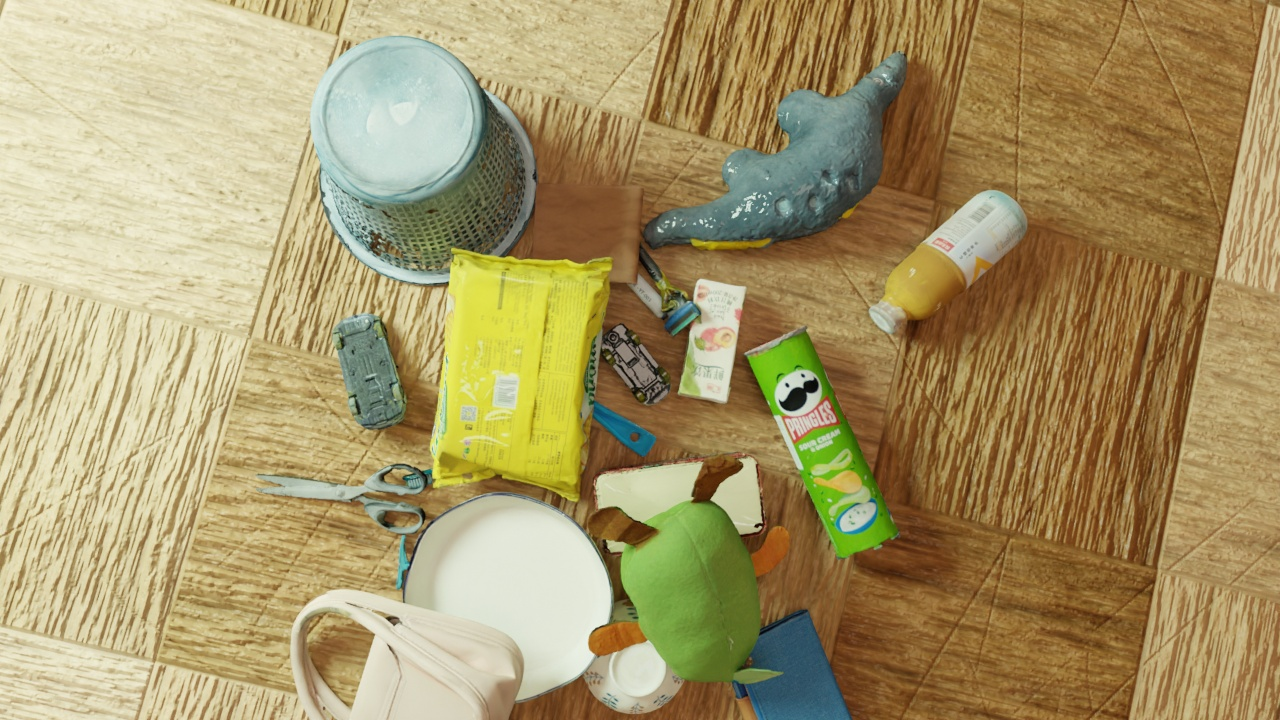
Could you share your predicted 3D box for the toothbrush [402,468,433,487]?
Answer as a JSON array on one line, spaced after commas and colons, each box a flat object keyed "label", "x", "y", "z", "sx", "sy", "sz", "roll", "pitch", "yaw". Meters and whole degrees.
[{"label": "toothbrush", "x": -0.150, "y": 0.102, "z": 0.946, "sx": 0.191, "sy": 0.016, "sz": 0.018, "roll": -14, "pitch": 97, "yaw": -5}]

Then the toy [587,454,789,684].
[{"label": "toy", "x": 0.049, "y": 0.209, "z": 0.859, "sx": 0.226, "sy": 0.090, "sz": 0.247, "roll": -24, "pitch": 113, "yaw": -16}]

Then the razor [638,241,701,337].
[{"label": "razor", "x": 0.013, "y": -0.093, "z": 0.957, "sx": 0.043, "sy": 0.022, "sz": 0.142, "roll": -40, "pitch": 75, "yaw": 25}]

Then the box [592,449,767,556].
[{"label": "box", "x": 0.038, "y": 0.142, "z": 0.926, "sx": 0.168, "sy": 0.079, "sz": 0.091, "roll": -7, "pitch": 87, "yaw": -6}]

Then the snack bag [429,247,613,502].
[{"label": "snack bag", "x": -0.119, "y": 0.013, "z": 0.891, "sx": 0.158, "sy": 0.068, "sz": 0.246, "roll": 7, "pitch": 101, "yaw": -5}]

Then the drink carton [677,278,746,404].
[{"label": "drink carton", "x": 0.074, "y": -0.019, "z": 0.957, "sx": 0.053, "sy": 0.045, "sz": 0.122, "roll": 10, "pitch": 84, "yaw": 2}]

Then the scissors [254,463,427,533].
[{"label": "scissors", "x": -0.300, "y": 0.141, "z": 0.928, "sx": 0.172, "sy": 0.014, "sz": 0.145, "roll": -30, "pitch": 99, "yaw": 6}]

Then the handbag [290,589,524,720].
[{"label": "handbag", "x": -0.239, "y": 0.311, "z": 0.870, "sx": 0.234, "sy": 0.093, "sz": 0.194, "roll": 27, "pitch": 113, "yaw": 12}]

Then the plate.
[{"label": "plate", "x": -0.128, "y": 0.229, "z": 0.905, "sx": 0.205, "sy": 0.045, "sz": 0.205, "roll": 0, "pitch": 91, "yaw": 7}]

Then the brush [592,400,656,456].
[{"label": "brush", "x": -0.091, "y": 0.016, "z": 0.949, "sx": 0.254, "sy": 0.046, "sz": 0.083, "roll": 37, "pitch": 80, "yaw": -5}]

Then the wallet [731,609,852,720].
[{"label": "wallet", "x": 0.150, "y": 0.337, "z": 0.941, "sx": 0.106, "sy": 0.040, "sz": 0.133, "roll": -21, "pitch": 86, "yaw": -15}]

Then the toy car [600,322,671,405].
[{"label": "toy car", "x": -0.006, "y": 0.006, "z": 0.954, "sx": 0.042, "sy": 0.035, "sz": 0.090, "roll": -39, "pitch": 90, "yaw": -5}]

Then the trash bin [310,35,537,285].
[{"label": "trash bin", "x": -0.214, "y": -0.198, "z": 0.873, "sx": 0.226, "sy": 0.195, "sz": 0.226, "roll": 0, "pitch": 86, "yaw": -4}]

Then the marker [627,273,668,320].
[{"label": "marker", "x": -0.017, "y": -0.093, "z": 0.971, "sx": 0.023, "sy": 0.018, "sz": 0.130, "roll": -43, "pitch": 90, "yaw": 19}]

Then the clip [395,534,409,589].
[{"label": "clip", "x": -0.236, "y": 0.206, "z": 0.932, "sx": 0.041, "sy": 0.014, "sz": 0.056, "roll": 11, "pitch": 83, "yaw": -3}]

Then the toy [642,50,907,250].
[{"label": "toy", "x": 0.173, "y": -0.203, "z": 0.965, "sx": 0.356, "sy": 0.091, "sz": 0.138, "roll": -39, "pitch": 62, "yaw": -8}]

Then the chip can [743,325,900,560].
[{"label": "chip can", "x": 0.186, "y": 0.084, "z": 0.947, "sx": 0.072, "sy": 0.072, "sz": 0.236, "roll": -24, "pitch": 89, "yaw": -6}]

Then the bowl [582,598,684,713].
[{"label": "bowl", "x": -0.004, "y": 0.300, "z": 0.920, "sx": 0.113, "sy": 0.062, "sz": 0.113, "roll": 0, "pitch": 84, "yaw": -5}]

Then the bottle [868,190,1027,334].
[{"label": "bottle", "x": 0.323, "y": -0.101, "z": 0.973, "sx": 0.189, "sy": 0.068, "sz": 0.068, "roll": -41, "pitch": 90, "yaw": -6}]

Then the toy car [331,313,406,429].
[{"label": "toy car", "x": -0.275, "y": 0.011, "z": 0.933, "sx": 0.054, "sy": 0.037, "sz": 0.120, "roll": -18, "pitch": 77, "yaw": -5}]

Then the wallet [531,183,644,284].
[{"label": "wallet", "x": -0.056, "y": -0.133, "z": 0.952, "sx": 0.115, "sy": 0.020, "sz": 0.101, "roll": 6, "pitch": 94, "yaw": 12}]
